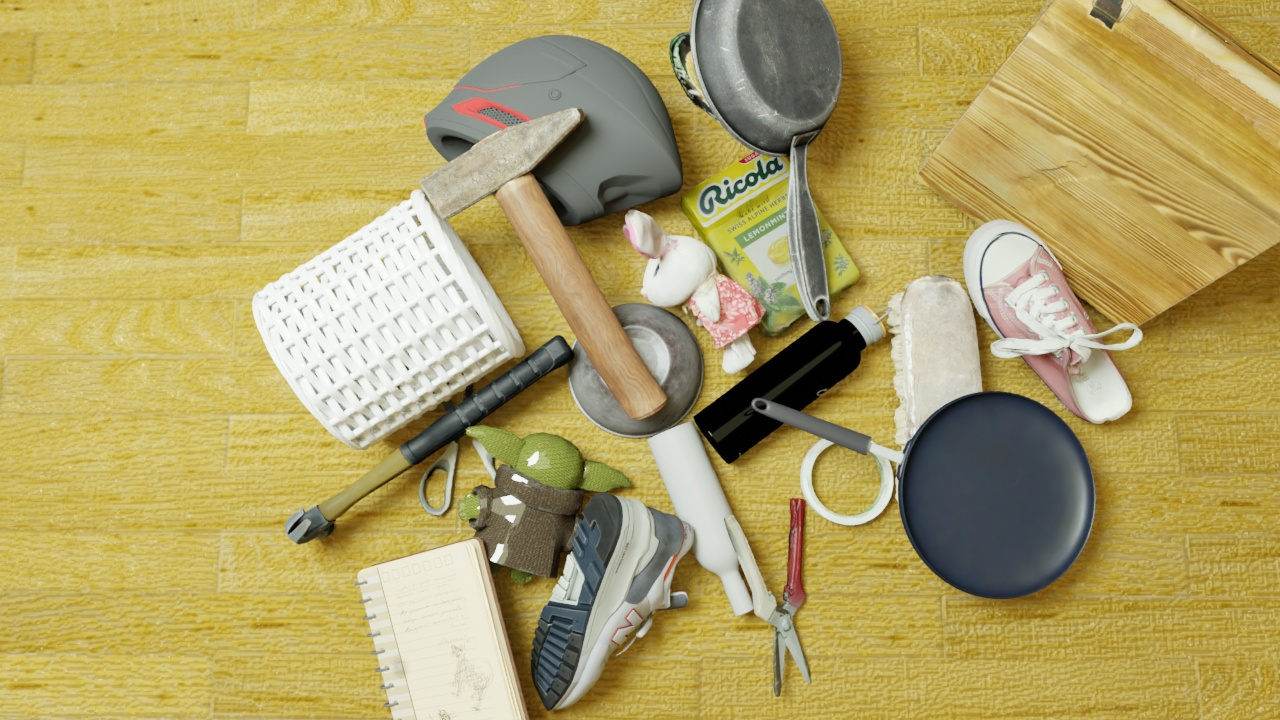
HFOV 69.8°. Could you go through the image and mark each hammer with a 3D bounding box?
[{"bbox_3d":[-0.208,0.079,0.912,0.333,0.118,0.025,-35,85,-3],"label":"hammer"},{"bbox_3d":[-0.059,-0.077,0.859,0.158,0.037,0.301,-28,102,11],"label":"hammer"}]

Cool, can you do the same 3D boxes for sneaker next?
[{"bbox_3d":[0.406,-0.030,0.903,0.118,0.087,0.241,-37,97,16],"label":"sneaker"},{"bbox_3d":[-0.017,0.240,0.901,0.124,0.089,0.240,7,114,-32],"label":"sneaker"}]

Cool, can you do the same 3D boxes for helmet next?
[{"bbox_3d":[-0.072,-0.239,0.931,0.265,0.164,0.169,29,78,13],"label":"helmet"}]

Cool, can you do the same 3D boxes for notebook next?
[{"bbox_3d":[-0.194,0.298,0.892,0.168,0.024,0.225,-20,83,29],"label":"notebook"}]

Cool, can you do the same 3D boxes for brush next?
[{"bbox_3d":[0.302,0.047,0.936,0.083,0.057,0.271,-2,83,-3],"label":"brush"}]

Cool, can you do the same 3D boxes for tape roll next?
[{"bbox_3d":[0.213,0.122,0.948,0.094,0.018,0.093,0,83,1],"label":"tape roll"}]

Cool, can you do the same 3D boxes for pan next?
[{"bbox_3d":[0.147,-0.209,0.889,0.186,0.055,0.357,-23,101,-35],"label":"pan"},{"bbox_3d":[0.271,0.102,0.883,0.356,0.021,0.198,21,83,-5],"label":"pan"}]

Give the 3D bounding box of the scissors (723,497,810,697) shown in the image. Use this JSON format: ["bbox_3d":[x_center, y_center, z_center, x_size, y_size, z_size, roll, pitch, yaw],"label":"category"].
[{"bbox_3d":[0.135,0.224,0.918,0.179,0.015,0.194,39,63,-25],"label":"scissors"}]

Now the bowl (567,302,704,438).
[{"bbox_3d":[-0.006,0.006,0.944,0.145,0.067,0.145,0,82,1],"label":"bowl"}]

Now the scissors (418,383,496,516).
[{"bbox_3d":[-0.185,0.091,0.964,0.157,0.012,0.168,33,84,3],"label":"scissors"}]

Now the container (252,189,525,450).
[{"bbox_3d":[-0.240,-0.038,0.896,0.187,0.189,0.189,-32,83,-2],"label":"container"}]

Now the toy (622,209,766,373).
[{"bbox_3d":[0.050,-0.075,0.925,0.084,0.159,0.194,-42,97,2],"label":"toy"}]

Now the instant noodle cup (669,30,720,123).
[{"bbox_3d":[0.118,-0.322,0.962,0.137,0.137,0.112,40,76,6],"label":"instant noodle cup"}]

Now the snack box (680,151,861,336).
[{"bbox_3d":[0.138,-0.127,0.970,0.121,0.045,0.181,-31,82,-2],"label":"snack box"}]

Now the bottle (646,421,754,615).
[{"bbox_3d":[0.067,0.161,0.929,0.052,0.052,0.195,-22,82,-2],"label":"bottle"}]

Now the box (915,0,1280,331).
[{"bbox_3d":[0.487,-0.245,0.879,0.279,0.270,0.263,39,70,6],"label":"box"}]

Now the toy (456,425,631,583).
[{"bbox_3d":[-0.110,0.147,0.918,0.179,0.078,0.152,21,86,-23],"label":"toy"}]

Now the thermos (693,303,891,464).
[{"bbox_3d":[0.164,0.014,0.942,0.231,0.061,0.061,-36,83,-4],"label":"thermos"}]
